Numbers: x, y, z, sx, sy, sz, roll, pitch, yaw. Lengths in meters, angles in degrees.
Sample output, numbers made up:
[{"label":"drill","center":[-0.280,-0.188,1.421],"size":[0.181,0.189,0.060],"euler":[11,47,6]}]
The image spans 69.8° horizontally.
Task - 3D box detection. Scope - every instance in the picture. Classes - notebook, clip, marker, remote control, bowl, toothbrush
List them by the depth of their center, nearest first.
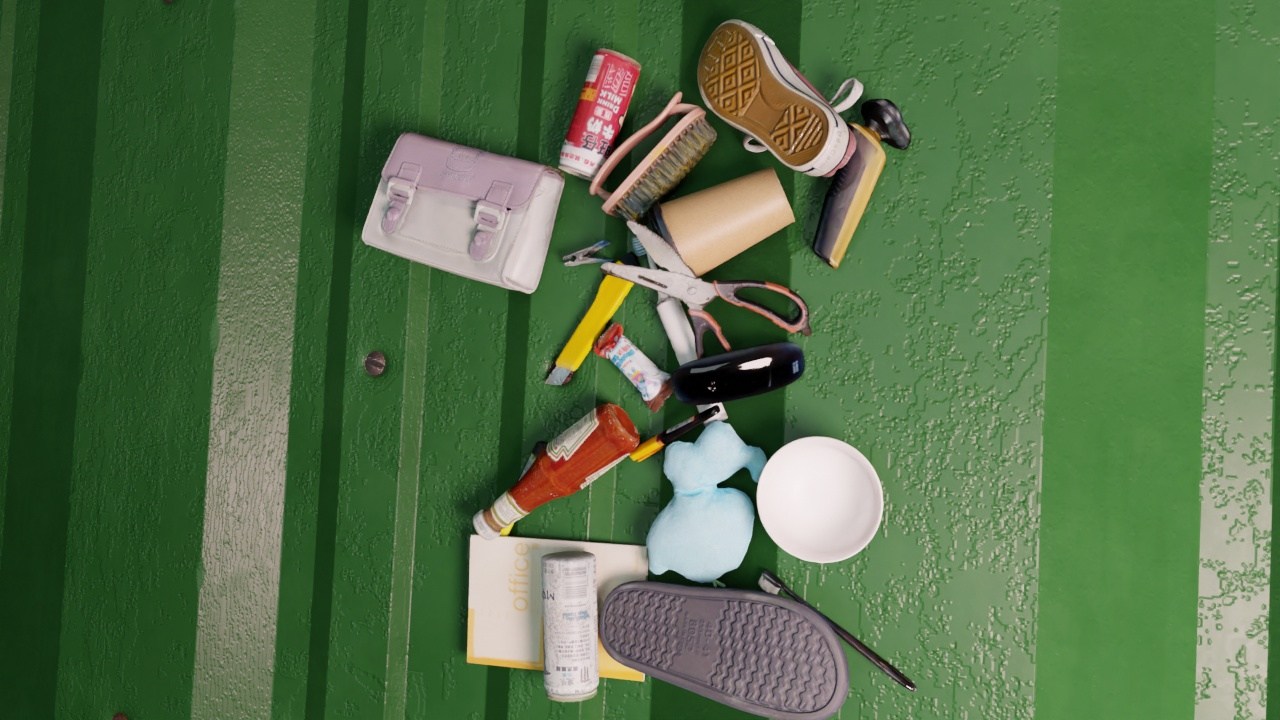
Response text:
[{"label":"bowl","center":[0.178,0.132,0.889],"size":[0.118,0.064,0.118],"euler":[-1,88,21]},{"label":"toothbrush","center":[0.192,0.267,0.904],"size":[0.181,0.015,0.018],"euler":[34,105,19]},{"label":"remote control","center":[0.100,0.015,0.922],"size":[0.136,0.024,0.053],"euler":[-13,112,1]},{"label":"marker","center":[0.035,0.076,0.954],"size":[0.124,0.018,0.015],"euler":[-33,105,33]},{"label":"toothbrush","center":[0.039,-0.036,0.969],"size":[0.026,0.027,0.221],"euler":[-23,80,4]},{"label":"notebook","center":[-0.093,0.268,1.004],"size":[0.206,0.010,0.146],"euler":[1,88,15]},{"label":"clip","center":[-0.059,-0.114,1.012],"size":[0.058,0.027,0.044],"euler":[-9,92,20]},{"label":"marker","center":[-0.134,0.147,1.032],"size":[0.018,0.015,0.124],"euler":[27,96,18]}]

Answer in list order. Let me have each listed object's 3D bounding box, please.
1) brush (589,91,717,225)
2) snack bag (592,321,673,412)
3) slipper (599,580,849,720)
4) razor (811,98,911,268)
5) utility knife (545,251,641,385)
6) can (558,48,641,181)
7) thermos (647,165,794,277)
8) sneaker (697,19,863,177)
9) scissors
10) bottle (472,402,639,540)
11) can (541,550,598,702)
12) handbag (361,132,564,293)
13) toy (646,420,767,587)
[{"label":"brush","center":[0.014,-0.211,0.968],"size":[0.073,0.063,0.146],"euler":[44,102,6]},{"label":"snack bag","center":[-0.006,0.006,0.985],"size":[0.105,0.026,0.045],"euler":[44,99,15]},{"label":"slipper","center":[0.086,0.279,0.915],"size":[0.269,0.083,0.110],"euler":[4,77,33]},{"label":"razor","center":[0.214,-0.172,0.903],"size":[0.067,0.062,0.167],"euler":[18,100,-11]},{"label":"utility knife","center":[-0.052,-0.043,1.010],"size":[0.033,0.015,0.178],"euler":[39,102,24]},{"label":"can","center":[-0.045,-0.265,0.998],"size":[0.053,0.053,0.133],"euler":[21,94,20]},{"label":"thermos","center":[0.079,-0.139,0.932],"size":[0.143,0.093,0.093],"euler":[-24,79,9]},{"label":"sneaker","center":[0.141,-0.253,0.910],"size":[0.118,0.087,0.241],"euler":[-55,46,24]},{"label":"scissors","center":[0.069,-0.055,0.912],"size":[0.189,0.015,0.225],"euler":[-16,114,3]},{"label":"bottle","center":[-0.095,0.125,0.990],"size":[0.206,0.059,0.059],"euler":[-38,75,12]},{"label":"can","center":[-0.074,0.276,0.962],"size":[0.058,0.058,0.146],"euler":[-2,88,20]},{"label":"handbag","center":[-0.199,-0.170,1.033],"size":[0.197,0.098,0.145],"euler":[17,88,20]},{"label":"toy","center":[0.067,0.154,0.937],"size":[0.161,0.049,0.156],"euler":[-28,82,13]}]
